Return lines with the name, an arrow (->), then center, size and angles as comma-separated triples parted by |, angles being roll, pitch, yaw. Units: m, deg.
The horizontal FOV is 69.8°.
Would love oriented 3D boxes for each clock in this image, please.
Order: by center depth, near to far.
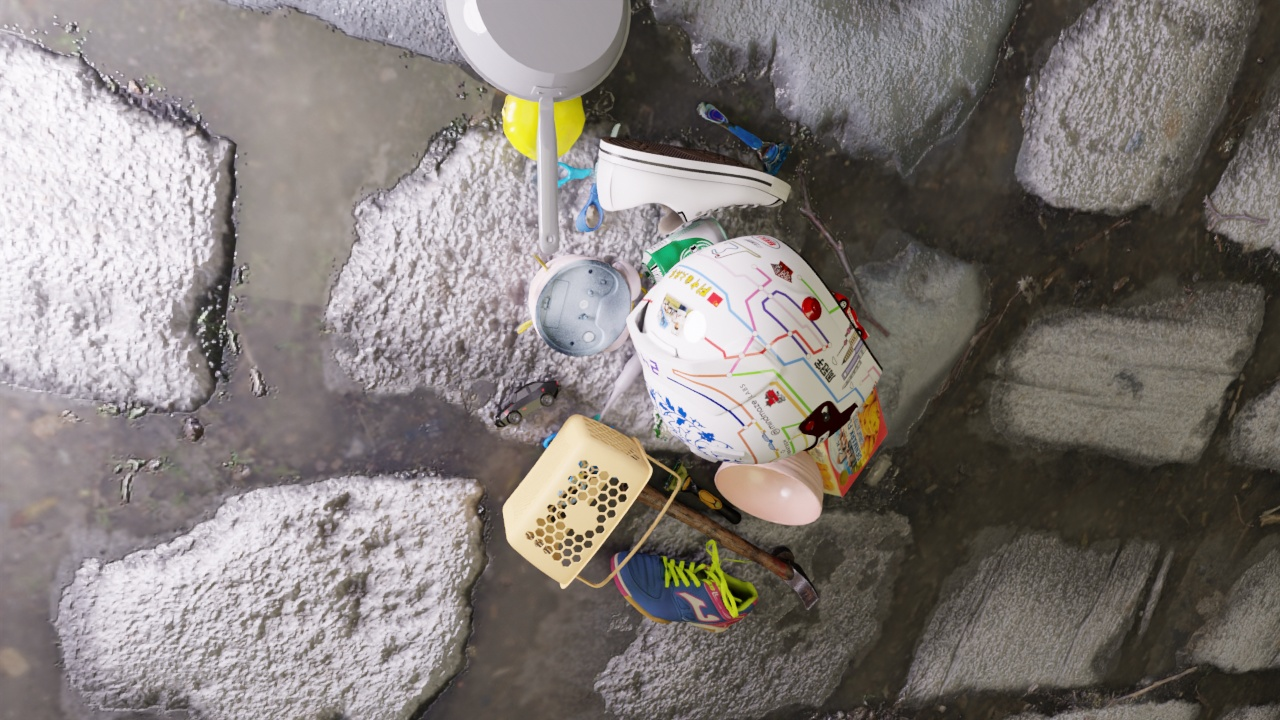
clock -> -0.058, -0.067, 1.078 | 0.157, 0.059, 0.117 | 5, 110, -26

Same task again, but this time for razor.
razor -> 0.123, -0.268, 1.099 | 0.141, 0.018, 0.044 | 24, 100, -30
razor -> 0.091, 0.190, 1.267 | 0.144, 0.021, 0.044 | 38, 75, -30

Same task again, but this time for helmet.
helmet -> 0.127, 0.007, 1.069 | 0.236, 0.231, 0.314 | -48, 133, -3

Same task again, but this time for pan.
pan -> -0.095, -0.288, 0.937 | 0.200, 0.051, 0.357 | -6, 99, -23

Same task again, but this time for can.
can -> 0.053, -0.129, 1.105 | 0.101, 0.053, 0.053 | -31, 120, -10

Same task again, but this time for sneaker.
sneaker -> 0.060, -0.189, 1.060 | 0.245, 0.091, 0.097 | 1, 114, -31
sneaker -> 0.066, 0.304, 1.274 | 0.241, 0.116, 0.091 | 28, 126, -35

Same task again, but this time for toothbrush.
toothbrush -> -0.007, 0.007, 1.156 | 0.019, 0.018, 0.188 | 31, 96, -29

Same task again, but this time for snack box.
snack box -> 0.282, 0.090, 1.277 | 0.144, 0.040, 0.143 | -45, 127, -33

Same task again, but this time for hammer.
hammer -> 0.111, 0.244, 1.268 | 0.330, 0.120, 0.033 | 32, 100, -25

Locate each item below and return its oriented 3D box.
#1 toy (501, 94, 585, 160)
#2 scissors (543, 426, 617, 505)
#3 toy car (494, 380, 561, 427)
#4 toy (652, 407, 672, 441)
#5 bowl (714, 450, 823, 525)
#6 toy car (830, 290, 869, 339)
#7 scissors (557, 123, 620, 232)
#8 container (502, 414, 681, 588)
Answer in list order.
toy -> -0.104, -0.263, 0.986 | 0.094, 0.041, 0.095 | 2, 110, -30
scissors -> -0.076, 0.134, 1.182 | 0.125, 0.013, 0.130 | 25, 104, -29
toy car -> -0.138, 0.049, 1.103 | 0.091, 0.042, 0.036 | -29, 95, -10
toy -> 0.054, 0.047, 1.190 | 0.108, 0.041, 0.096 | -15, 117, -36
bowl -> 0.183, 0.153, 1.247 | 0.153, 0.153, 0.076 | 47, 53, -32
toy car -> 0.277, -0.062, 1.243 | 0.025, 0.038, 0.089 | -39, 122, -8
scissors -> -0.050, -0.204, 1.053 | 0.129, 0.014, 0.119 | -26, 116, -18
container -> -0.057, 0.182, 1.130 | 0.167, 0.129, 0.183 | 35, 97, -20
